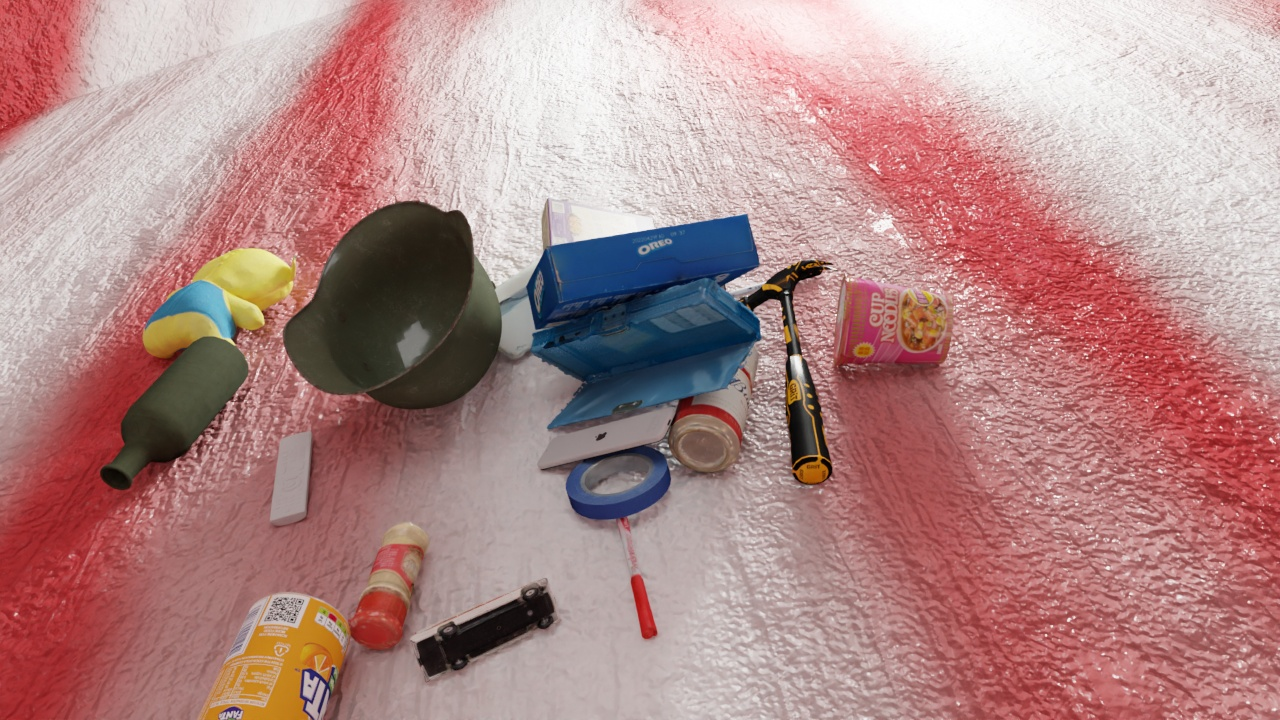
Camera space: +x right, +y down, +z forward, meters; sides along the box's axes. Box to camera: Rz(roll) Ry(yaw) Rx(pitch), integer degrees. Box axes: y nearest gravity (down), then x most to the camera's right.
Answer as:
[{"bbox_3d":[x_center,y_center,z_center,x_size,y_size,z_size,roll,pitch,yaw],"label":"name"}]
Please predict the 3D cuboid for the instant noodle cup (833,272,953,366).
[{"bbox_3d":[0.258,-0.036,0.938,0.109,0.098,0.097,6,36,8],"label":"instant noodle cup"}]

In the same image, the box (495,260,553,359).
[{"bbox_3d":[-0.134,-0.074,1.124,0.136,0.049,0.196,21,44,34],"label":"box"}]

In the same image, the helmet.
[{"bbox_3d":[-0.242,-0.048,0.988,0.227,0.154,0.267,-32,54,5],"label":"helmet"}]

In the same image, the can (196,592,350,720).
[{"bbox_3d":[-0.264,0.241,0.653,0.079,0.079,0.142,-5,34,6],"label":"can"}]

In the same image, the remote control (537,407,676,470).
[{"bbox_3d":[-0.034,0.074,0.859,0.147,0.008,0.045,-17,27,32],"label":"remote control"}]

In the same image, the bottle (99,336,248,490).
[{"bbox_3d":[-0.500,0.057,0.982,0.071,0.071,0.206,-1,35,11],"label":"bottle"}]

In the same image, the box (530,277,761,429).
[{"bbox_3d":[-0.005,0.007,0.883,0.232,0.094,0.102,-14,55,38],"label":"box"}]

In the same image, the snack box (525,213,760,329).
[{"bbox_3d":[-0.009,-0.085,0.942,0.195,0.056,0.239,-11,-2,-12],"label":"snack box"}]

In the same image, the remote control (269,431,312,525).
[{"bbox_3d":[-0.345,0.116,0.913,0.033,0.012,0.130,-16,35,-6],"label":"remote control"}]

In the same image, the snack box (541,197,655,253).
[{"bbox_3d":[-0.050,-0.148,1.165,0.148,0.041,0.143,9,32,-13],"label":"snack box"}]

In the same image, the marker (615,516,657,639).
[{"bbox_3d":[-0.005,0.171,0.758,0.013,0.013,0.142,-12,34,-5],"label":"marker"}]

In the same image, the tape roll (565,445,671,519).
[{"bbox_3d":[-0.020,0.109,0.831,0.093,0.016,0.091,2,31,30],"label":"tape roll"}]

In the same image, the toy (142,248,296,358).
[{"bbox_3d":[-0.534,-0.080,1.179,0.149,0.084,0.213,6,39,18],"label":"toy"}]

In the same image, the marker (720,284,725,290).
[{"bbox_3d":[0.033,-0.075,1.103,0.140,0.016,0.016,-13,34,-6],"label":"marker"}]

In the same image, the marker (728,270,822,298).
[{"bbox_3d":[0.149,-0.089,1.104,0.152,0.011,0.011,-16,35,-10],"label":"marker"}]

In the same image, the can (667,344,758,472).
[{"bbox_3d":[0.074,0.033,0.892,0.067,0.067,0.169,2,35,15],"label":"can"}]

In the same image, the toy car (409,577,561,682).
[{"bbox_3d":[-0.121,0.206,0.714,0.113,0.039,0.039,-21,15,-19],"label":"toy car"}]

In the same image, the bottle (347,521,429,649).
[{"bbox_3d":[-0.205,0.184,0.757,0.044,0.044,0.109,-5,34,6],"label":"bottle"}]

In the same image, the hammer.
[{"bbox_3d":[0.160,0.000,0.927,0.123,0.036,0.319,-31,31,23],"label":"hammer"}]
